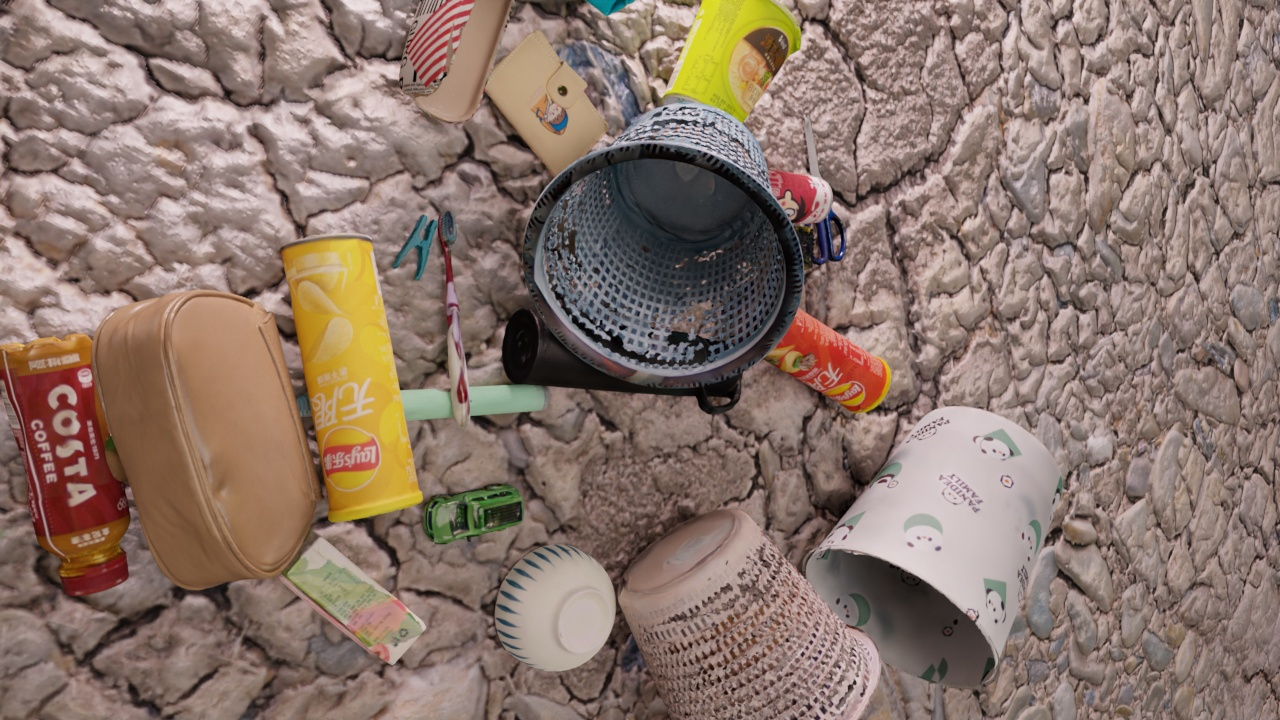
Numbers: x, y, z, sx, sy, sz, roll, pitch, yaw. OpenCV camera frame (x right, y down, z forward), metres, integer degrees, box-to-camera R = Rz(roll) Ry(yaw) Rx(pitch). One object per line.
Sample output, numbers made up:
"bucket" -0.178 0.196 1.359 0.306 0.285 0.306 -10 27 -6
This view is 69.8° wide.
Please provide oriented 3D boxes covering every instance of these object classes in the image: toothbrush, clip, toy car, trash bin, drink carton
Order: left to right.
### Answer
"drink carton" -0.237 0.191 0.741 0.045 0.054 0.122 -50 118 -21
"clip" -0.189 -0.097 0.781 0.039 0.014 0.056 29 78 -33
"toothbrush" -0.181 0.037 0.787 0.224 0.026 0.027 -2 94 -34
"toothbrush" -0.158 -0.036 0.785 0.016 0.017 0.187 -3 84 -35
"toy car" -0.146 0.136 0.813 0.091 0.036 0.043 -8 99 -31
"trash bin" 0.031 -0.120 0.804 0.226 0.227 0.194 54 29 -25
"trash bin" 0.087 0.261 0.891 0.226 0.228 0.192 -37 100 -28
"toy car" 0.148 -0.125 1.003 0.106 0.031 0.049 -1 93 -36
"trash bin" 0.349 0.202 1.057 0.251 0.230 0.229 -48 117 -29

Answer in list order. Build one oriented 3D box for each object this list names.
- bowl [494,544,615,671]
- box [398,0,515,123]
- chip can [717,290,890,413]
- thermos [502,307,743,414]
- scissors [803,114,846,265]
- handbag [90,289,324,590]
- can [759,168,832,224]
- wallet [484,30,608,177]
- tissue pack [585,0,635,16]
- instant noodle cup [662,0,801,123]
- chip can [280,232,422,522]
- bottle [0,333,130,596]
"bowl" -0.069 0.235 0.853 0.116 0.066 0.116 -2 94 -35
"box" -0.145 -0.280 0.771 0.088 0.076 0.162 25 76 -51
"chip can" 0.184 -0.012 1.011 0.216 0.073 0.073 28 77 -33
"thermos" -0.005 0.005 0.872 0.242 0.090 0.069 7 131 -34
"scissors" 0.212 -0.197 1.057 0.108 0.012 0.174 13 84 -33
"handbag" -0.303 0.052 0.648 0.147 0.100 0.204 -51 130 -75
"can" 0.142 -0.177 0.982 0.132 0.053 0.053 0 93 -35
"wallet" -0.083 -0.235 0.841 0.115 0.024 0.087 49 65 -26
"tissue pack" -0.058 -0.371 0.809 0.133 0.050 0.093 27 40 -34
"instant noodle cup" 0.084 -0.288 0.910 0.111 0.112 0.123 32 83 -32
"chip can" -0.222 0.013 0.707 0.072 0.072 0.213 -10 88 -34
"bottle" -0.388 0.071 0.625 0.057 0.058 0.175 -13 100 -34
